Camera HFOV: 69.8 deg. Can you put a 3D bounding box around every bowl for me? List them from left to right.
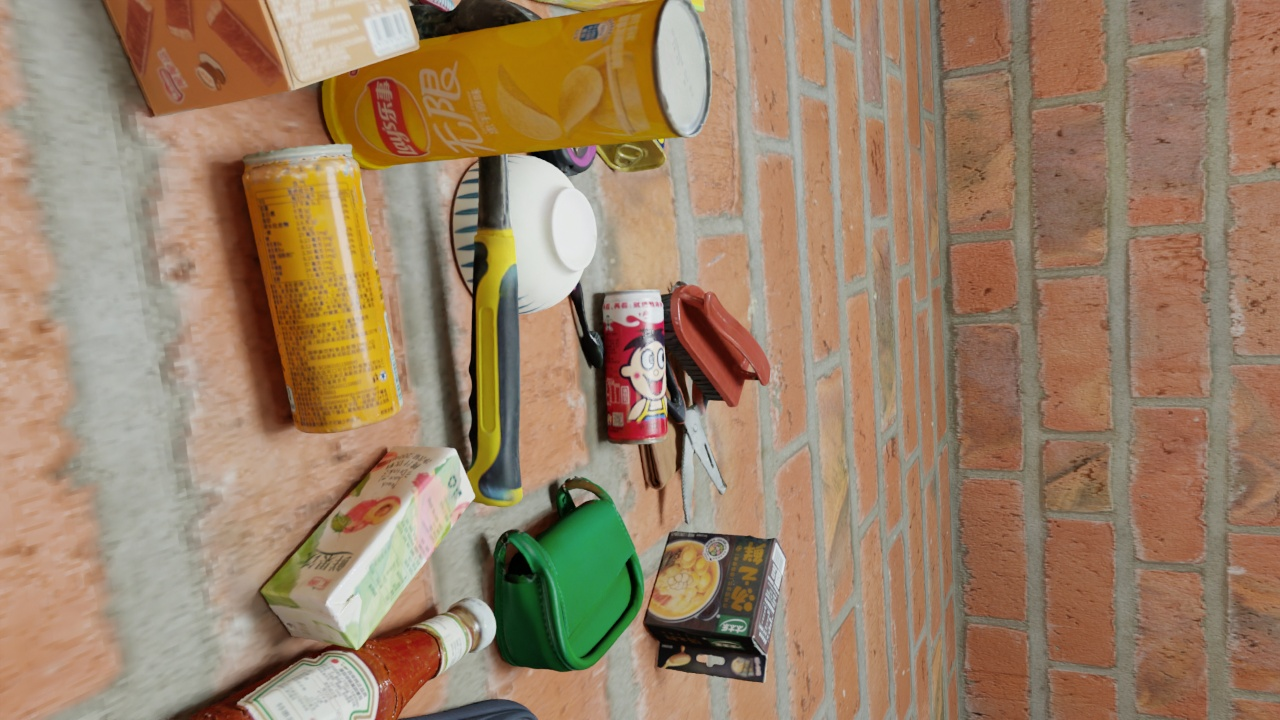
[{"bbox_3d":[-0.074,-0.091,0.659,0.116,0.066,0.116,5,85,-62],"label":"bowl"}]

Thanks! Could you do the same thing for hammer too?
[{"bbox_3d":[-0.093,-0.062,0.590,0.031,0.126,0.323,-20,114,-62],"label":"hammer"}]

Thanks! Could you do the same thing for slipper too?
[{"bbox_3d":[-0.117,0.269,0.549,0.267,0.083,0.110,12,77,-64],"label":"slipper"}]

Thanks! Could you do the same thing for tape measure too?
[{"bbox_3d":[-0.059,-0.173,0.718,0.057,0.039,0.057,-62,141,-43],"label":"tape measure"}]

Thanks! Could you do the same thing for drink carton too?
[{"bbox_3d":[-0.149,0.103,0.520,0.122,0.054,0.045,-57,138,-46],"label":"drink carton"}]

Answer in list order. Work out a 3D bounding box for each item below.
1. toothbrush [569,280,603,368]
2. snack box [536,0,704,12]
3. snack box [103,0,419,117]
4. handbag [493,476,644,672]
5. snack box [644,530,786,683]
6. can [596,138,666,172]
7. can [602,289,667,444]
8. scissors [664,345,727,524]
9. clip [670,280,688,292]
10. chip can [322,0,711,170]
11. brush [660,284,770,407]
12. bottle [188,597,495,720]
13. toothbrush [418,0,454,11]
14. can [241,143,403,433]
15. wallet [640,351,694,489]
[{"bbox_3d":[-0.058,-0.077,0.747,0.017,0.014,0.189,-66,145,-56],"label":"toothbrush"},{"bbox_3d":[-0.023,-0.374,0.762,0.209,0.070,0.158,-26,112,-61],"label":"snack box"},{"bbox_3d":[-0.177,-0.168,0.428,0.092,0.094,0.077,-49,131,-52],"label":"snack box"},{"bbox_3d":[-0.057,0.162,0.693,0.131,0.068,0.120,-29,108,-59],"label":"handbag"},{"bbox_3d":[0.072,0.232,0.881,0.053,0.113,0.125,59,39,-42],"label":"snack box"},{"bbox_3d":[-0.013,-0.226,0.792,0.102,0.057,0.083,41,51,-56],"label":"can"},{"bbox_3d":[-0.005,0.005,0.804,0.053,0.053,0.133,-7,96,-63],"label":"can"},{"bbox_3d":[0.047,0.046,0.898,0.189,0.015,0.225,31,63,-52],"label":"scissors"},{"bbox_3d":[0.047,-0.057,0.941,0.043,0.027,0.058,-55,133,-38],"label":"clip"},{"bbox_3d":[-0.071,-0.147,0.503,0.072,0.214,0.072,-9,100,-63],"label":"chip can"},{"bbox_3d":[0.068,-0.019,0.856,0.146,0.069,0.063,49,49,-43],"label":"brush"},{"bbox_3d":[-0.152,0.180,0.506,0.205,0.060,0.060,-13,101,-63],"label":"bottle"},{"bbox_3d":[-0.166,-0.250,0.539,0.187,0.016,0.017,26,59,-60],"label":"toothbrush"},{"bbox_3d":[-0.166,-0.037,0.484,0.058,0.058,0.146,-29,114,-60],"label":"can"},{"bbox_3d":[0.025,0.054,0.901,0.101,0.020,0.115,-38,120,-58],"label":"wallet"}]
